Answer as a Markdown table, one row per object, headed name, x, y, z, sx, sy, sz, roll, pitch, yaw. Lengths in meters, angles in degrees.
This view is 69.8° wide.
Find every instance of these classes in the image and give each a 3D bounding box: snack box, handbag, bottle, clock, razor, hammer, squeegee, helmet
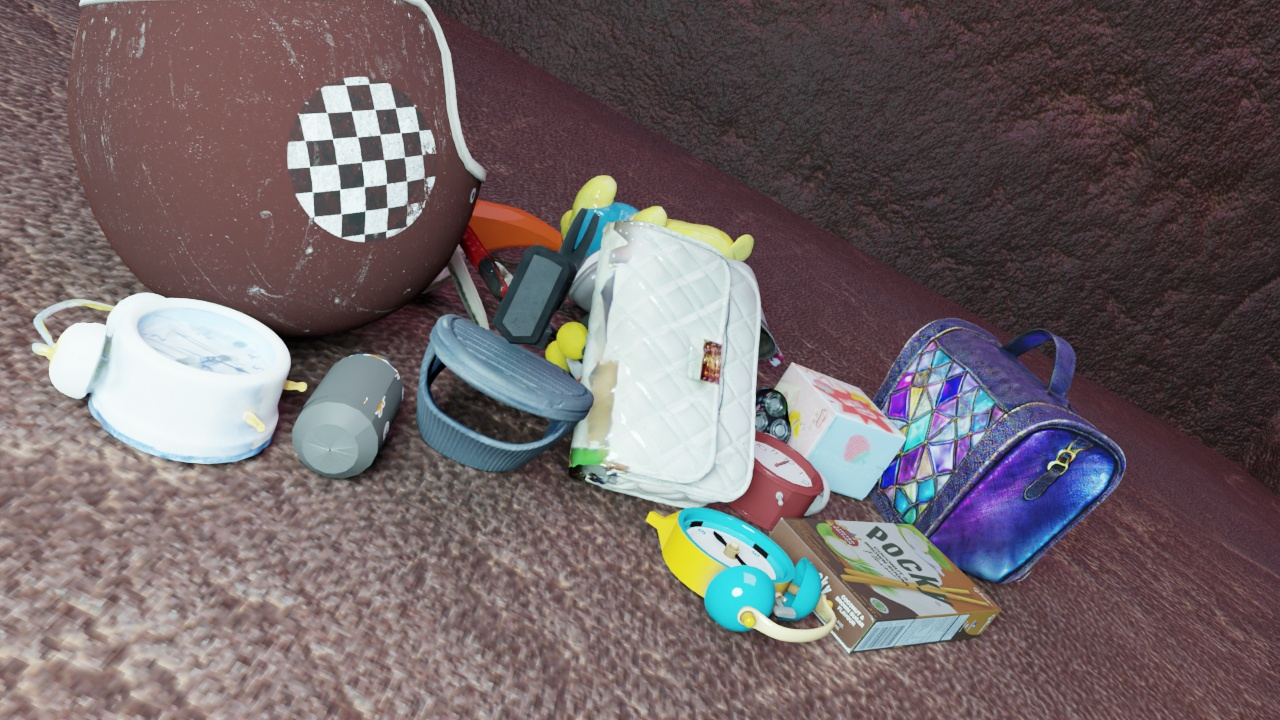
| name | x | y | z | sx | sy | sz | roll | pitch | yaw |
| --- | --- | --- | --- | --- | --- | --- | --- | --- | --- |
| snack box | 0.187 | 0.169 | 0.703 | 0.185 | 0.032 | 0.101 | 12 | 26 | -43 |
| snack box | 0.178 | 0.067 | 0.873 | 0.093 | 0.080 | 0.094 | 20 | 22 | -28 |
| handbag | 0.023 | 0.004 | 0.661 | 0.138 | 0.073 | 0.194 | 18 | 64 | -29 |
| bottle | -0.163 | 0.025 | 0.525 | 0.047 | 0.047 | 0.112 | 26 | 19 | -12 |
| clock | 0.108 | 0.096 | 0.751 | 0.087 | 0.044 | 0.124 | 39 | 22 | 24 |
| clock | 0.066 | 0.137 | 0.594 | 0.099 | 0.044 | 0.130 | 8 | 22 | -48 |
| razor | 0.097 | 0.032 | 0.866 | 0.053 | 0.064 | 0.140 | 21 | 22 | -27 |
| handbag | 0.322 | 0.070 | 0.859 | 0.125 | 0.222 | 0.204 | 24 | 21 | -19 |
| hammer | -0.057 | -0.051 | 0.593 | 0.025 | 0.118 | 0.333 | 25 | 4 | -5 |
| squeegee | -0.161 | -0.133 | 0.913 | 0.184 | 0.055 | 0.249 | 6 | 29 | -34 |
| clock | -0.240 | 0.003 | 0.466 | 0.125 | 0.052 | 0.088 | 24 | 21 | -8 |
| helmet | -0.216 | -0.143 | 0.560 | 0.234 | 0.254 | 0.233 | 12 | 23 | 35 |

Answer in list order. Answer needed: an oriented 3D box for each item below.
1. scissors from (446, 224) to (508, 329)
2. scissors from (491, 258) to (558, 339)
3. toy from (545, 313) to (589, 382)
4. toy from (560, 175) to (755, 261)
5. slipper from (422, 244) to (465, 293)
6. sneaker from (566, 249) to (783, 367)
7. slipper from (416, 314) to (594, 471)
| name | x | y | z | sx | sy | sz | roll | pitch | yaw |
| --- | --- | --- | --- | --- | --- | --- | --- | --- | --- |
| scissors | -0.144 | -0.092 | 0.702 | 0.015 | 0.180 | 0.199 | -27 | 54 | -19 |
| scissors | -0.114 | -0.070 | 0.788 | 0.153 | 0.012 | 0.163 | 48 | -7 | -7 |
| toy | -0.005 | 0.004 | 0.746 | 0.119 | 0.099 | 0.098 | 50 | -19 | 0 |
| toy | 0.011 | -0.130 | 1.074 | 0.214 | 0.083 | 0.149 | 23 | -20 | -10 |
| slipper | -0.250 | -0.157 | 0.782 | 0.114 | 0.052 | 0.263 | -36 | 79 | -26 |
| sneaker | 0.041 | -0.049 | 0.959 | 0.262 | 0.097 | 0.128 | 5 | 44 | -39 |
| slipper | -0.092 | 0.029 | 0.590 | 0.101 | 0.082 | 0.263 | 27 | 0 | -6 |
